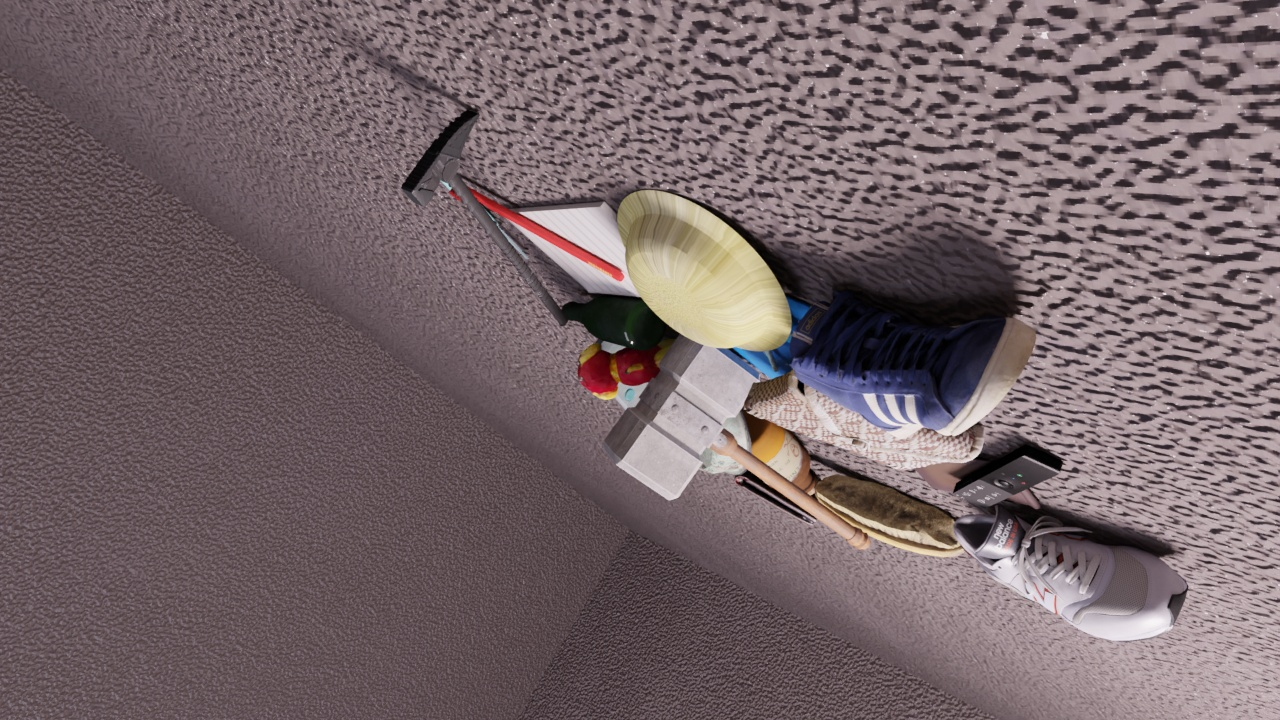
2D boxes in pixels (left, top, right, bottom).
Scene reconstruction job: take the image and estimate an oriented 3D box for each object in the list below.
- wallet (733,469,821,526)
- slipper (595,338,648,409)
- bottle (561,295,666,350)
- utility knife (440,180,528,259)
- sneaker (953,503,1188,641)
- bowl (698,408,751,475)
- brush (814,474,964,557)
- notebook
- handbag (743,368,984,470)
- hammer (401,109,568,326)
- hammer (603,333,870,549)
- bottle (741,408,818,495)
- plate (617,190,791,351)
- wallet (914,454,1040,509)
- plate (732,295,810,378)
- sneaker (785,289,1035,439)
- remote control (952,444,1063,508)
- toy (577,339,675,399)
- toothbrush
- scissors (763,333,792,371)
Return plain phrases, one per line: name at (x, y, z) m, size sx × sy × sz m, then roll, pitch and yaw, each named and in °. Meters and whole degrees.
wallet at (0.185, 0.159, 1.222) m, size 0.120 × 0.031 × 0.099 m, roll 31°, pitch -149°, yaw -1°
slipper at (0.014, 0.054, 1.197) m, size 0.055 × 0.098 × 0.269 m, roll 15°, pitch 157°, yaw 49°
bottle at (-0.041, -0.049, 1.048) m, size 0.055 × 0.055 × 0.174 m, roll 41°, pitch 165°, yaw -32°
utility knife at (-0.176, -0.162, 1.026) m, size 0.022 × 0.015 × 0.166 m, roll 19°, pitch 160°, yaw 45°
sneaker at (0.389, 0.195, 0.887) m, size 0.124 × 0.088 × 0.240 m, roll 31°, pitch 170°, yaw -9°
bowl at (0.070, 0.073, 1.097) m, size 0.157 × 0.038 × 0.158 m, roll 48°, pitch 151°, yaw 36°
brush at (0.301, 0.187, 1.118) m, size 0.195 × 0.059 × 0.043 m, roll 20°, pitch 153°, yaw 34°
notebook at (-0.045, -0.110, 0.939) m, size 0.142 × 0.009 × 0.210 m, roll 41°, pitch 164°, yaw -30°
handbag at (0.195, 0.058, 0.825) m, size 0.185 × 0.047 × 0.124 m, roll 20°, pitch 166°, yaw -10°
hammer at (-0.129, -0.117, 0.922) m, size 0.015 × 0.095 × 0.325 m, roll 25°, pitch 165°, yaw 26°
hammer at (0.134, 0.121, 1.005) m, size 0.317 × 0.162 × 0.083 m, roll 36°, pitch 179°, yaw -15°
bottle at (0.173, 0.123, 1.152) m, size 0.068 × 0.067 × 0.157 m, roll 15°, pitch 158°, yaw 51°
plate at (0.041, -0.061, 0.787) m, size 0.184 × 0.036 × 0.185 m, roll 35°, pitch 159°, yaw 16°
wallet at (0.320, 0.109, 0.898) m, size 0.116 × 0.018 × 0.091 m, roll 9°, pitch 153°, yaw 50°
plate at (0.153, 0.003, 0.869) m, size 0.224 × 0.024 × 0.224 m, roll 30°, pitch 166°, yaw 8°
sneaker at (0.176, -0.011, 0.654) m, size 0.118 × 0.091 × 0.233 m, roll 33°, pitch 175°, yaw 5°
remote control at (0.329, 0.108, 0.833) m, size 0.034 × 0.013 × 0.150 m, roll 25°, pitch 160°, yaw 5°
toy at (-0.006, 0.006, 1.050) m, size 0.137 × 0.067 × 0.105 m, roll -10°, pitch -177°, yaw 8°
toothbrush at (-0.110, -0.131, 0.950) m, size 0.212 × 0.017 × 0.012 m, roll 30°, pitch 166°, yaw 12°
scissors at (0.090, -0.042, 0.816) m, size 0.140 × 0.011 × 0.134 m, roll 17°, pitch 147°, yaw 50°
